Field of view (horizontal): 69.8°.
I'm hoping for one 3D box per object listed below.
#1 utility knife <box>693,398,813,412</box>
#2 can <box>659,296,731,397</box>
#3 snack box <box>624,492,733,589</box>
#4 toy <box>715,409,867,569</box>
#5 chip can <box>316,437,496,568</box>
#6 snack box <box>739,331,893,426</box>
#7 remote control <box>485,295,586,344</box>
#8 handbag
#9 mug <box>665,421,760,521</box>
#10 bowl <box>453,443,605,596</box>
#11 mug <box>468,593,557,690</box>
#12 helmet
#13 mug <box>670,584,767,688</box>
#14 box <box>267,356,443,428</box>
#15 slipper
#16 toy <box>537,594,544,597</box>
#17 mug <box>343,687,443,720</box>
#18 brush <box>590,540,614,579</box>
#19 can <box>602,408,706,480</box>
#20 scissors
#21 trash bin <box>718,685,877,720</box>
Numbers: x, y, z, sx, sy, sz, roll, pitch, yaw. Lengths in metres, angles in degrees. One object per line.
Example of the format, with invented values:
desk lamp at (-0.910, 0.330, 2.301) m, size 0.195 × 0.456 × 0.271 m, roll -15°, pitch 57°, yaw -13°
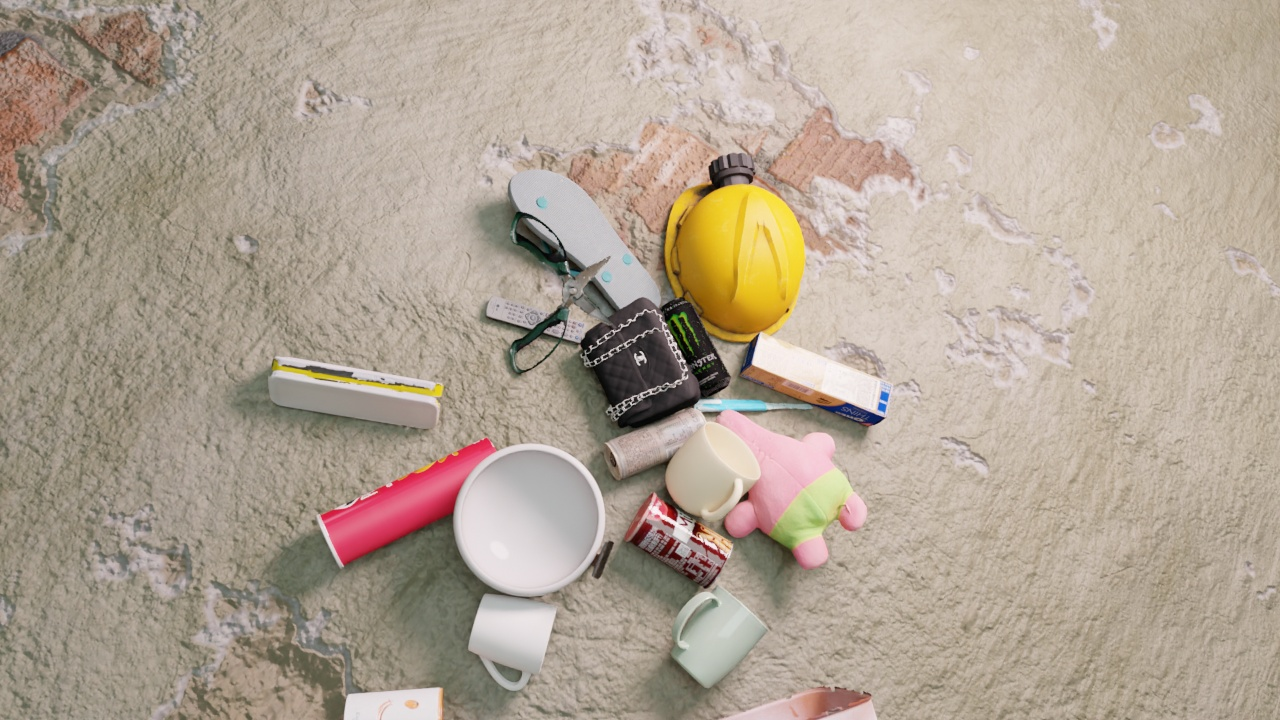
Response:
utility knife at (0.158, 0.064, 1.270) m, size 0.176 × 0.015 × 0.022 m, roll 2°, pitch 44°, yaw -12°
can at (0.073, -0.018, 1.258) m, size 0.054 × 0.054 × 0.137 m, roll -23°, pitch 79°, yaw -18°
snack box at (0.049, 0.228, 1.163) m, size 0.121 × 0.072 × 0.072 m, roll 31°, pitch 68°, yaw -1°
toy at (0.183, 0.156, 1.211) m, size 0.192 × 0.097 × 0.236 m, roll -39°, pitch 70°, yaw -11°
chip can at (-0.273, 0.170, 1.115) m, size 0.220 × 0.069 × 0.069 m, roll -25°, pitch 79°, yaw -19°
snack box at (0.245, 0.028, 1.280) m, size 0.206 × 0.057 × 0.056 m, roll 22°, pitch 68°, yaw -6°
remote control at (-0.142, -0.055, 1.245) m, size 0.136 × 0.013 × 0.033 m, roll 16°, pitch 69°, yaw -7°
handbag at (-0.007, 0.007, 1.198) m, size 0.125 × 0.114 × 0.153 m, roll -28°, pitch 81°, yaw 6°
mug at (0.087, 0.153, 1.158) m, size 0.096 × 0.100 × 0.120 m, roll 28°, pitch 27°, yaw -31°
bowl at (-0.133, 0.190, 1.097) m, size 0.176 × 0.066 × 0.176 m, roll 2°, pitch 78°, yaw -8°
mug at (-0.156, 0.336, 1.089) m, size 0.087 × 0.081 × 0.114 m, roll 15°, pitch 101°, yaw -1°
helmet at (0.147, -0.164, 1.282) m, size 0.205 × 0.131 × 0.255 m, roll -3°, pitch 74°, yaw -14°
mug at (0.084, 0.333, 1.122) m, size 0.104 × 0.084 × 0.111 m, roll -46°, pitch 123°, yaw -11°
box at (-0.353, 0.035, 1.145) m, size 0.210 × 0.067 × 0.070 m, roll 10°, pitch 69°, yaw -9°
slipper at (-0.077, -0.161, 1.282) m, size 0.269 × 0.055 × 0.098 m, roll 44°, pitch 66°, yaw -8°
toy at (-0.120, 0.232, 1.145) m, size 0.079 × 0.038 × 0.122 m, roll 37°, pitch 71°, yaw 10°
mug at (-0.275, 0.413, 1.028) m, size 0.105 × 0.082 × 0.082 m, roll 0°, pitch 72°, yaw -11°
brush at (-0.050, 0.238, 1.100) m, size 0.008 × 0.143 × 0.045 m, roll 23°, pitch 77°, yaw -3°
can at (0.022, 0.109, 1.206) m, size 0.135 × 0.054 × 0.054 m, roll -21°, pitch 78°, yaw -17°
scissors at (-0.131, -0.086, 1.213) m, size 0.201 × 0.015 × 0.204 m, roll 43°, pitch 101°, yaw 15°
trash bin at (0.143, 0.488, 1.043) m, size 0.259 × 0.182 × 0.157 m, roll -11°, pitch 76°, yaw -16°
